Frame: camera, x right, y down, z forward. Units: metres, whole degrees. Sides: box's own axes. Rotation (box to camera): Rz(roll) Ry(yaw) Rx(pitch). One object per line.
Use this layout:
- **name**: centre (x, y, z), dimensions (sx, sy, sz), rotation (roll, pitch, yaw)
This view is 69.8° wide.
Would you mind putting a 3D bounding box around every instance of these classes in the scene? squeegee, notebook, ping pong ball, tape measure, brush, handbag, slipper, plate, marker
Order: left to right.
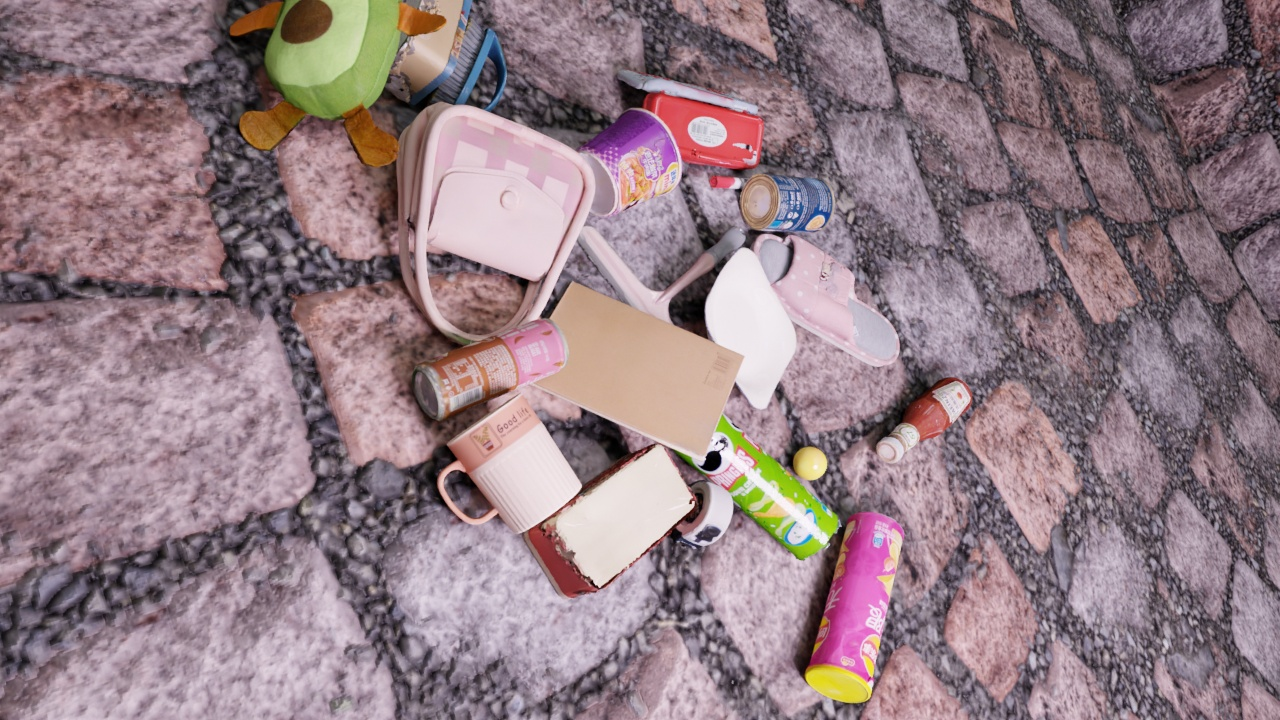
- **brush**: centre (-0.186, -0.312, 1.015), dimensions (0.073, 0.055, 0.143), rotation (28, 55, -23)
- **handbag**: centre (-0.157, -0.126, 0.932), dimensions (0.193, 0.094, 0.234), rotation (17, 78, -36)
- **notebook**: centre (-0.006, 0.006, 0.971), dimensions (0.211, 0.012, 0.149), rotation (24, 52, 4)
- **squeegee**: centre (0.073, -0.115, 1.129), dimensions (0.247, 0.040, 0.248), rotation (52, 48, -5)
- **tape measure**: centre (0.066, 0.162, 0.973), dimensions (0.033, 0.066, 0.065), rotation (26, 55, -27)
- **plate**: centre (0.125, -0.038, 1.112), dimensions (0.163, 0.034, 0.163), rotation (58, 43, -23)
- **marker**: centre (0.153, -0.243, 1.264), dimensions (0.145, 0.017, 0.017), rotation (-6, 73, -38)
- **ping pong ball**: centre (0.205, 0.125, 1.112), dimensions (0.040, 0.040, 0.040), rotation (16, 60, -31)
- **slipper**: centre (0.260, -0.083, 1.242), dimensions (0.274, 0.055, 0.114), rotation (34, 53, -20)

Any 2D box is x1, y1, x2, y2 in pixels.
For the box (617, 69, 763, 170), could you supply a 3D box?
- **box**: centre (0.065, -0.323, 1.222), dimensions (0.201, 0.098, 0.119), rotation (0, 101, -38)

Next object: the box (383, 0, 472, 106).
- **box**: centre (-0.230, -0.367, 0.984), dimensions (0.060, 0.090, 0.184), rotation (32, 54, -37)

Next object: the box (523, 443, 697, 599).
- **box**: centre (-0.023, 0.152, 0.904), dimensions (0.167, 0.076, 0.091), rotation (-32, 91, -42)

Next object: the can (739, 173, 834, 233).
- **can**: centre (0.198, -0.212, 1.243), dimensions (0.111, 0.076, 0.075), rotation (-4, 72, -38)

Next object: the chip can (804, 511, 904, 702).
- **chip can**: centre (0.248, 0.277, 1.051), dimensions (0.071, 0.072, 0.209), rotation (39, 51, -16)

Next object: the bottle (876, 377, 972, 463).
- **bottle**: centre (0.386, 0.083, 1.255), dimensions (0.205, 0.060, 0.060), rotation (-28, 87, -42)

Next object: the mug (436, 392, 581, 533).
- **mug**: centre (-0.128, 0.105, 0.852), dimensions (0.114, 0.082, 0.106), rotation (-35, 94, -15)

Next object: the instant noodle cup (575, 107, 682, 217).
- **instant noodle cup**: centre (-0.023, -0.223, 1.067), dimensions (0.099, 0.112, 0.111), rotation (-39, 94, -33)

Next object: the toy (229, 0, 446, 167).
- **toy**: centre (-0.290, -0.310, 0.873), dimensions (0.227, 0.090, 0.246), rotation (5, 80, 8)

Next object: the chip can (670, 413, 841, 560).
- **chip can**: centre (0.119, 0.128, 1.026), dimensions (0.236, 0.072, 0.072), rotation (42, 50, -14)

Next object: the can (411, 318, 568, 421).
- **can**: centre (-0.143, 0.007, 0.884), dimensions (0.147, 0.058, 0.058), rotation (-24, 84, -35)
